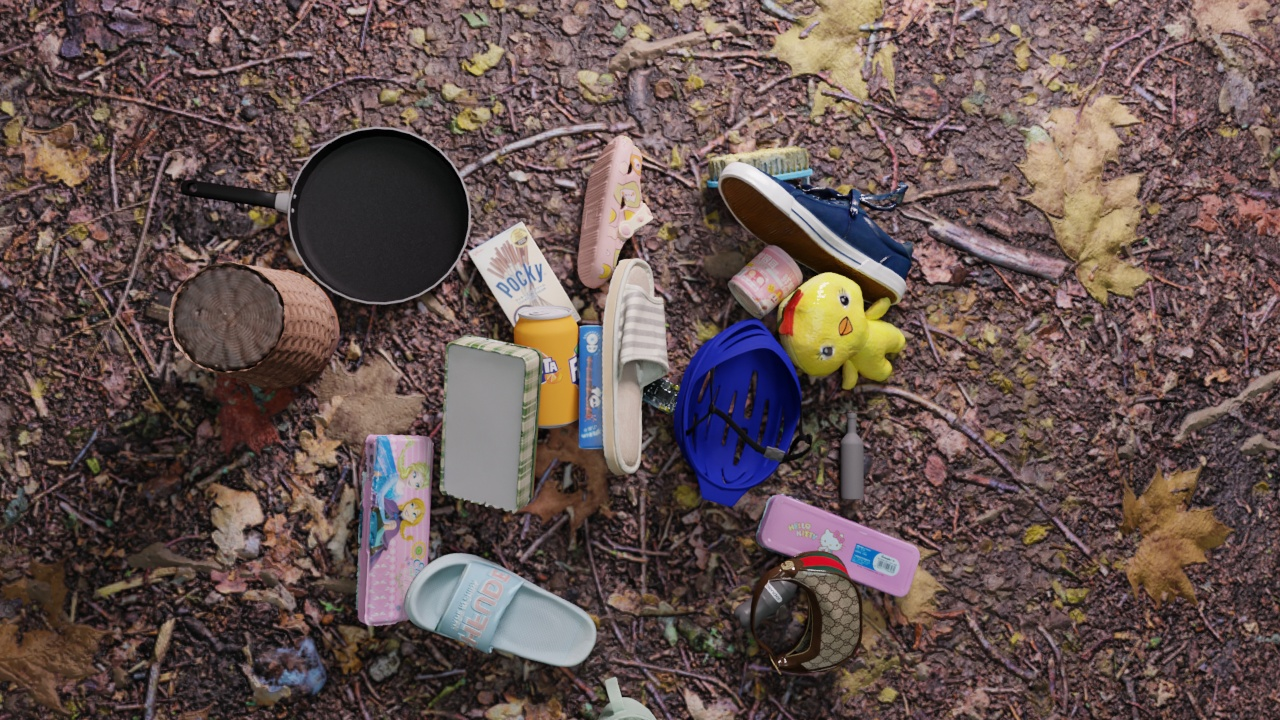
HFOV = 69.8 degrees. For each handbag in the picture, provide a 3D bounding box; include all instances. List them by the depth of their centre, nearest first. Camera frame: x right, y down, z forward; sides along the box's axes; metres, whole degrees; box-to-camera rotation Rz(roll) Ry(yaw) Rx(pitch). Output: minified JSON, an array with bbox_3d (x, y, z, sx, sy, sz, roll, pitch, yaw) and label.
[{"bbox_3d":[0.208,0.326,1.166,0.138,0.063,0.167,-7,112,-3],"label":"handbag"}]

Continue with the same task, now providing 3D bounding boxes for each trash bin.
[{"bbox_3d":[-0.448,-0.045,1.063,0.151,0.210,0.151,0,86,-6],"label":"trash bin"}]

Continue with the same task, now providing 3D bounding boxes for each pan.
[{"bbox_3d":[-0.394,-0.192,1.164,0.356,0.034,0.225,8,86,-5],"label":"pan"}]

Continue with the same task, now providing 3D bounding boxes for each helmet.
[{"bbox_3d":[0.132,0.056,1.106,0.147,0.228,0.241,18,82,-13],"label":"helmet"}]

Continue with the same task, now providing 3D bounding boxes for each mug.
[{"bbox_3d":[-0.021,0.448,1.133,0.084,0.104,0.111,-17,89,-6],"label":"mug"}]

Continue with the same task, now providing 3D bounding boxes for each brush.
[{"bbox_3d":[0.155,-0.237,1.211,0.136,0.055,0.075,-9,110,-6],"label":"brush"}]

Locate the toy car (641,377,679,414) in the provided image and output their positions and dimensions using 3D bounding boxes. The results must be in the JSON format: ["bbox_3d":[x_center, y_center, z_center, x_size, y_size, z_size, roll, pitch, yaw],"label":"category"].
[{"bbox_3d":[0.015,0.038,1.194,0.090,0.027,0.038,28,83,13],"label":"toy car"}]

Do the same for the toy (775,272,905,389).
[{"bbox_3d":[0.256,-0.036,1.188,0.207,0.092,0.134,22,90,-19],"label":"toy"}]

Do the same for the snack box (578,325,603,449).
[{"bbox_3d":[-0.055,0.034,1.157,0.034,0.087,0.151,0,87,6],"label":"snack box"}]

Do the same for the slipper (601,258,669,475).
[{"bbox_3d":[-0.007,0.007,1.138,0.054,0.114,0.272,0,78,29],"label":"slipper"}]

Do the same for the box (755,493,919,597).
[{"bbox_3d":[0.258,0.243,1.206,0.214,0.036,0.076,21,82,-4],"label":"box"}]

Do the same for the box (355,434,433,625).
[{"bbox_3d":[-0.316,0.207,1.150,0.084,0.077,0.230,5,85,-43],"label":"box"}]

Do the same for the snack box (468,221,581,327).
[{"bbox_3d":[-0.149,-0.095,1.187,0.082,0.026,0.150,-32,91,-5],"label":"snack box"}]

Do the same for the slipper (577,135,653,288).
[{"bbox_3d":[-0.028,-0.185,1.180,0.081,0.093,0.197,12,88,-25],"label":"slipper"}]

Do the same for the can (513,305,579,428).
[{"bbox_3d":[-0.115,0.008,1.141,0.079,0.079,0.142,-3,105,-6],"label":"can"}]

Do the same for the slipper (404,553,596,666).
[{"bbox_3d":[-0.166,0.314,1.132,0.245,0.074,0.104,23,81,-12],"label":"slipper"}]

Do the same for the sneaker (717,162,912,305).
[{"bbox_3d":[0.239,-0.193,1.181,0.294,0.121,0.127,28,75,-17],"label":"sneaker"}]

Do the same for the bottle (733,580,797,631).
[{"bbox_3d":[0.171,0.306,1.192,0.110,0.036,0.036,-38,91,-6],"label":"bottle"}]

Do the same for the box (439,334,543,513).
[{"bbox_3d":[-0.181,0.077,1.115,0.118,0.050,0.206,9,107,18],"label":"box"}]

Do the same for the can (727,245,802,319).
[{"bbox_3d":[0.163,-0.103,1.196,0.076,0.067,0.067,-42,92,-5],"label":"can"}]

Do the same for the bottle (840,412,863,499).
[{"bbox_3d":[0.280,0.126,1.215,0.030,0.030,0.113,1,87,-6],"label":"bottle"}]
